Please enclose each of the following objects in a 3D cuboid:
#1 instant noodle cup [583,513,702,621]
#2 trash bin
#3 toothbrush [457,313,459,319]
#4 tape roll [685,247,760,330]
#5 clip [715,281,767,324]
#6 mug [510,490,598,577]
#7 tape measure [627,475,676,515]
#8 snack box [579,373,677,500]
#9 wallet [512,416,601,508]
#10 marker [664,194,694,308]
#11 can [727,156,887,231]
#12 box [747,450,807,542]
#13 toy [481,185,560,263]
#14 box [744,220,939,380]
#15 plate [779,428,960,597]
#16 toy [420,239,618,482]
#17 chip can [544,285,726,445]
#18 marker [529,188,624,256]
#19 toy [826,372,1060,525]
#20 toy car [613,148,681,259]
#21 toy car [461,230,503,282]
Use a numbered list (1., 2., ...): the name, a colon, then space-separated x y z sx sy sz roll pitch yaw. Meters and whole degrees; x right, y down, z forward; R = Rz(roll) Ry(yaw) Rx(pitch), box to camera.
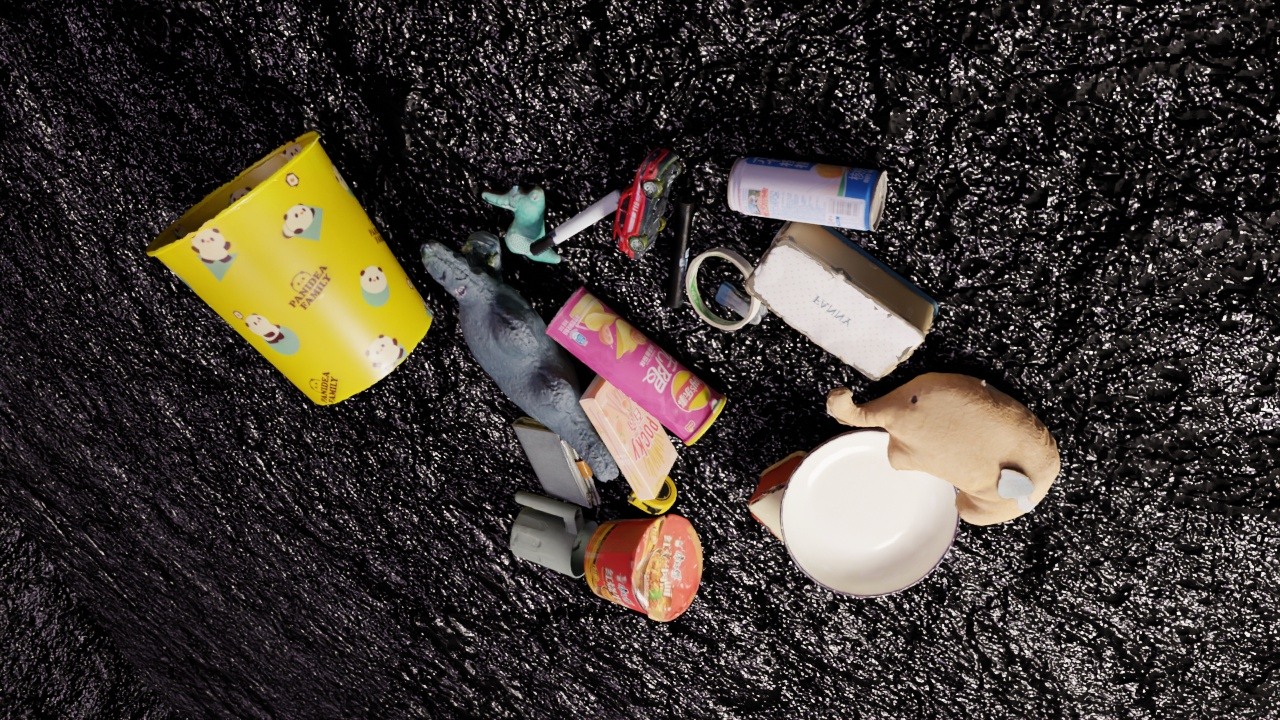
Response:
1. instant noodle cup: 0.000 0.270 1.228 0.109 0.137 0.138 -3 125 43
2. trash bin: -0.398 -0.101 1.091 0.230 0.228 0.255 -11 126 37
3. toothbrush: -0.147 0.015 1.165 0.027 0.026 0.224 -43 102 2
4. tape roll: 0.085 -0.074 0.947 0.086 0.013 0.086 21 127 32
5. clip: 0.105 -0.059 0.960 0.057 0.029 0.025 33 131 11
6. mug: -0.125 0.241 1.305 0.103 0.083 0.124 12 130 25
7. tape measure: 0.016 0.170 1.177 0.057 0.059 0.029 30 136 -3
8. snack box: -0.012 0.083 1.102 0.026 0.084 0.157 -14 119 33
9. wallet: -0.108 0.136 1.239 0.107 0.036 0.130 7 129 40
10. marker: 0.040 -0.112 0.954 0.022 0.020 0.132 31 138 27
11. can: 0.150 -0.152 0.830 0.135 0.053 0.053 12 131 22
12. box: 0.210 0.197 1.072 0.168 0.076 0.092 43 135 -7
13. toy: -0.130 -0.156 1.010 0.096 0.030 0.092 17 129 10
14. box: 0.197 -0.057 0.881 0.184 0.059 0.090 35 137 -3
15. plate: 0.246 0.162 0.999 0.192 0.039 0.192 0 103 2
16. toy: -0.141 -0.006 1.076 0.356 0.091 0.138 54 177 -24
17. chip can: -0.006 0.006 1.043 0.210 0.071 0.072 38 136 -3
18. marker: -0.067 -0.144 0.970 0.131 0.022 0.018 -26 114 30
19. toy: 0.300 0.070 0.909 0.226 0.082 0.144 34 120 5
20. toy car: 0.003 -0.157 0.913 0.045 0.052 0.121 29 137 9
21. toy car: -0.181 -0.114 1.072 0.043 0.034 0.091 20 148 9
